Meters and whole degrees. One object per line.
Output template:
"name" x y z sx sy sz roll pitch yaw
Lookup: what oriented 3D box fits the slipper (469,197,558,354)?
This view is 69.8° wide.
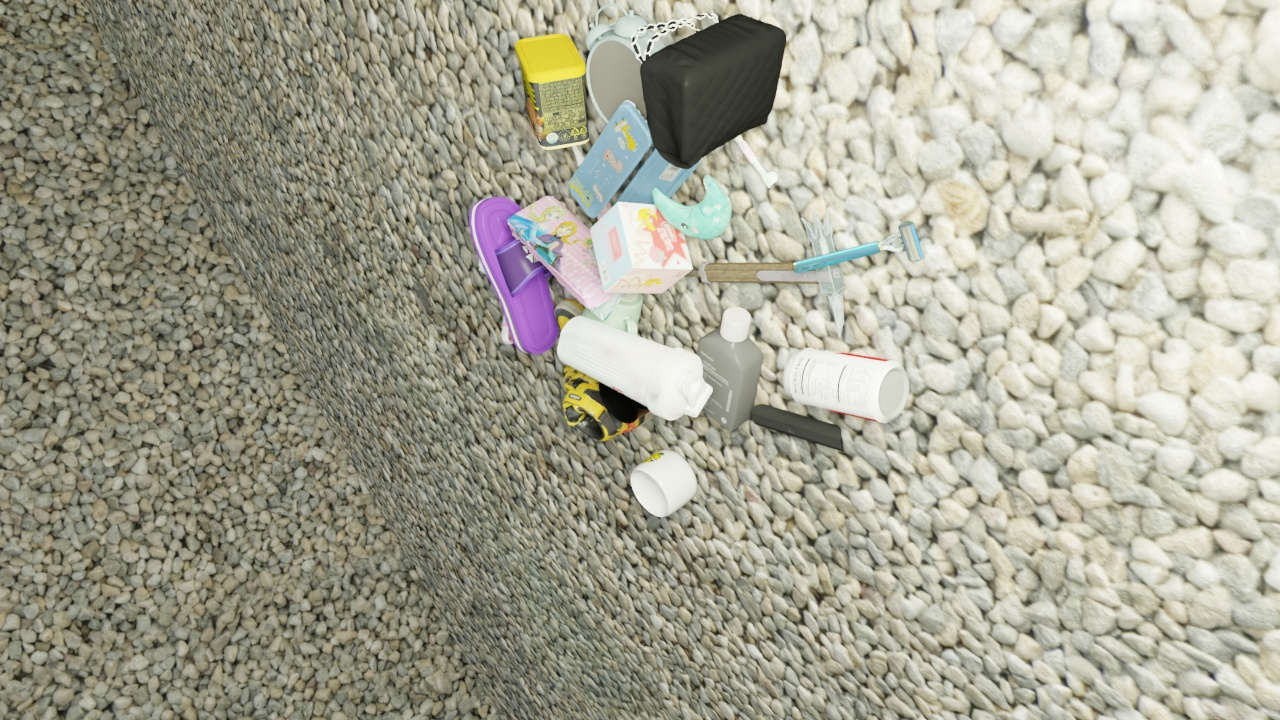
"slipper" -0.173 -0.132 1.445 0.084 0.107 0.267 7 123 39

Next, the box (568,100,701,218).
"box" -0.015 -0.230 1.154 0.125 0.043 0.210 30 151 -11

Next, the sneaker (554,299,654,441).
"sneaker" -0.091 0.022 1.442 0.238 0.121 0.086 52 145 9

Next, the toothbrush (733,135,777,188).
"toothbrush" 0.106 -0.262 1.043 0.154 0.015 0.022 55 146 6

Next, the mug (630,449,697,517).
"mug" 0.033 0.197 1.467 0.116 0.067 0.094 -24 96 57

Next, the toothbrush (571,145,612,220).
"toothbrush" -0.067 -0.242 1.279 0.027 0.026 0.222 -23 100 16

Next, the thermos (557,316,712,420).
"thermos" -0.007 0.007 1.240 0.221 0.099 0.099 24 134 32

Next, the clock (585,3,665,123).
"clock" -0.015 -0.348 1.107 0.123 0.045 0.159 7 124 50

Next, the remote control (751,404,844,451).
"remote control" 0.205 0.087 1.195 0.147 0.015 0.033 15 128 47

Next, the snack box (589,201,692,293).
"snack box" 0.001 -0.143 1.178 0.080 0.094 0.093 -34 63 52

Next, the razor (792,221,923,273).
"razor" 0.228 -0.114 0.976 0.144 0.022 0.042 -10 107 38

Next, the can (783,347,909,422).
"can" 0.235 0.026 1.055 0.132 0.070 0.070 12 126 49

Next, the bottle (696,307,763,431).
"bottle" 0.116 0.005 1.219 0.084 0.046 0.174 38 142 29

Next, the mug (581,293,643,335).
"mug" -0.036 -0.053 1.333 0.111 0.084 0.104 65 144 32

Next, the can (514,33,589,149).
"can" -0.112 -0.345 1.177 0.130 0.072 0.101 -113 14 -50

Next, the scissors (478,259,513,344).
"scissors" -0.222 -0.115 1.498 0.013 0.170 0.177 -6 154 18

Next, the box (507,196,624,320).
"box" -0.098 -0.147 1.319 0.230 0.084 0.071 45 161 38

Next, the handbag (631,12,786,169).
"handbag" 0.062 -0.284 0.959 0.115 0.153 0.125 31 143 31

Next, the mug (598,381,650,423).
"mug" 0.011 0.030 1.333 0.118 0.098 0.082 -21 99 57

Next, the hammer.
"hammer" 0.121 -0.105 1.140 0.317 0.028 0.147 7 121 51

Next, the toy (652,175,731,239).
"toy" 0.067 -0.184 1.126 0.105 0.033 0.085 -4 132 43
